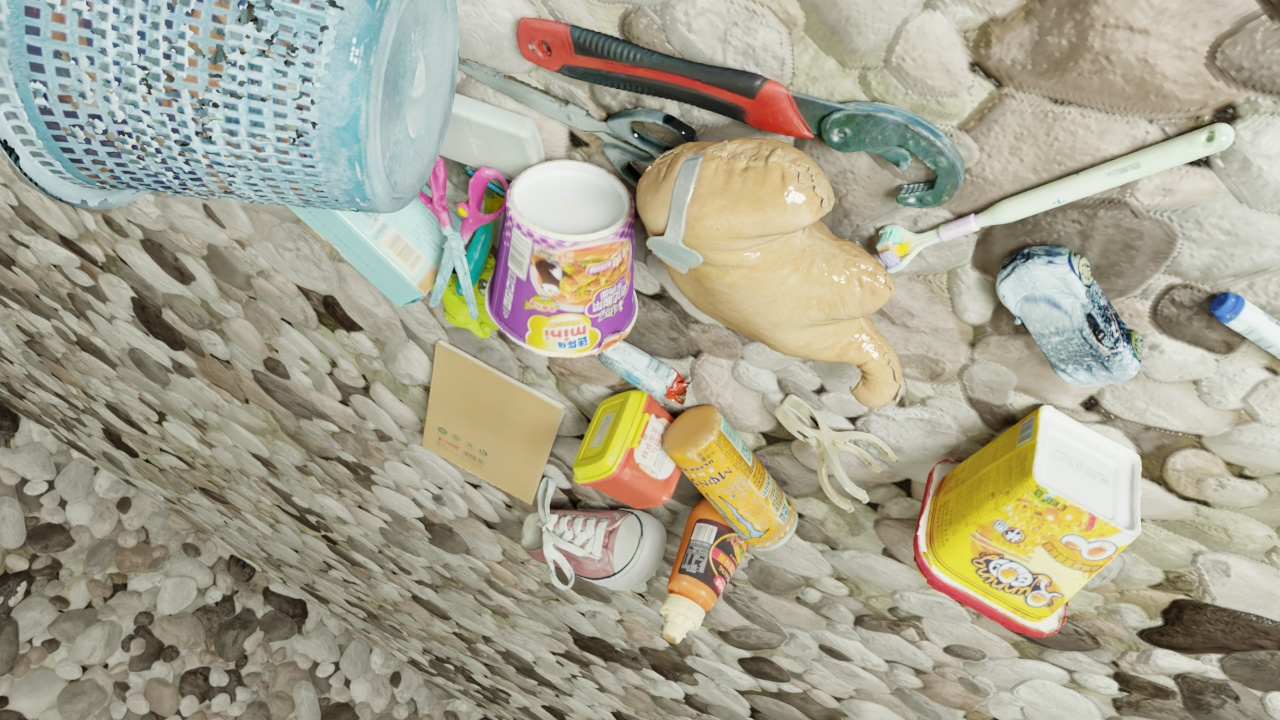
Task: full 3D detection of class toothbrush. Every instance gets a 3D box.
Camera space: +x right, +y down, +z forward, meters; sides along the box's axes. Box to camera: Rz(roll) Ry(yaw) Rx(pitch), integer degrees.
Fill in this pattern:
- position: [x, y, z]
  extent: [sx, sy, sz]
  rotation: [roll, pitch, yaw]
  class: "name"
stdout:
- position: [0.206, -0.084, 0.484]
  extent: [0.020, 0.029, 0.190]
  rotation: [-1, 169, -40]
  class: "toothbrush"

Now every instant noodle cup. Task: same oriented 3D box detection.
- position: [0.266, 0.105, 0.625]
  extent: [0.116, 0.115, 0.124]
  rotation: [29, 137, 2]
  class: "instant noodle cup"
- position: [-0.050, -0.075, 0.630]
  extent: [0.111, 0.111, 0.099]
  rotation: [23, 138, 10]
  class: "instant noodle cup"

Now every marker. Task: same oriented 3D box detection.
- position: [0.365, 0.007, 0.485]
  extent: [0.146, 0.016, 0.017]
  rotation: [32, 148, -3]
  class: "marker"

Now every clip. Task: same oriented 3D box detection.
- position: [0.161, 0.066, 0.728]
  extent: [0.102, 0.095, 0.035]
  rotation: [65, 156, 20]
  class: "clip"

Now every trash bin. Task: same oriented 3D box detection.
- position: [-0.220, -0.179, 0.537]
  extent: [0.195, 0.226, 0.227]
  rotation: [14, 147, 2]
  class: "trash bin"

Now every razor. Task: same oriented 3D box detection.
- position: [-0.125, -0.097, 0.710]
  extent: [0.043, 0.028, 0.133]
  rotation: [31, 137, 4]
  class: "razor"

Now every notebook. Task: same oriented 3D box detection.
- position: [-0.164, 0.073, 0.989]
  extent: [0.148, 0.008, 0.208]
  rotation: [28, 141, 4]
  class: "notebook"

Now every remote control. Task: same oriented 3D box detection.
- position: [-0.136, -0.166, 0.639]
  extent: [0.150, 0.021, 0.058]
  rotation: [22, 155, 13]
  class: "remote control"

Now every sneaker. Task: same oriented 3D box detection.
- position: [-0.073, 0.200, 1.033]
  extent: [0.087, 0.118, 0.242]
  rotation: [27, 161, -36]
  class: "sneaker"

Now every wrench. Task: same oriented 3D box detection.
- position: [0.050, -0.148, 0.522]
  extent: [0.273, 0.016, 0.056]
  rotation: [22, 147, 11]
  class: "wrench"

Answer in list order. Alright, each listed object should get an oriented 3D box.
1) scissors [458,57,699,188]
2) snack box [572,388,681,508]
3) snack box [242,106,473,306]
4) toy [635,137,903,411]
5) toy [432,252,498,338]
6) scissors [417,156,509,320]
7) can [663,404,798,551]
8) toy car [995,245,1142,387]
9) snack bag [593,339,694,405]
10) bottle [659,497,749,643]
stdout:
- position: [-0.039, -0.162, 0.582]
  extent: [0.175, 0.014, 0.133]
  rotation: [46, 146, -19]
  class: "scissors"
- position: [-0.004, 0.082, 0.822]
  extent: [0.080, 0.091, 0.082]
  rotation: [35, 149, -21]
  class: "snack box"
- position: [-0.218, -0.127, 0.711]
  extent: [0.052, 0.074, 0.175]
  rotation: [-14, 128, 47]
  class: "snack box"
- position: [0.087, -0.049, 0.570]
  extent: [0.144, 0.082, 0.226]
  rotation: [14, 157, 47]
  class: "toy"
- position: [-0.138, -0.055, 0.789]
  extent: [0.100, 0.031, 0.097]
  rotation: [11, 136, 32]
  class: "toy"
- position: [-0.143, -0.094, 0.675]
  extent: [0.108, 0.017, 0.136]
  rotation: [33, 125, 5]
  class: "scissors"
- position: [0.082, 0.106, 0.813]
  extent: [0.058, 0.058, 0.146]
  rotation: [-7, 133, 44]
  class: "can"
- position: [0.245, -0.022, 0.527]
  extent: [0.105, 0.031, 0.049]
  rotation: [45, 145, -22]
  class: "toy car"
- position: [-0.005, 0.004, 0.770]
  extent: [0.105, 0.026, 0.045]
  rotation: [30, 157, 1]
  class: "snack bag"
- position: [0.058, 0.202, 0.881]
  extent: [0.067, 0.149, 0.067]
  rotation: [21, 147, 14]
  class: "bottle"
